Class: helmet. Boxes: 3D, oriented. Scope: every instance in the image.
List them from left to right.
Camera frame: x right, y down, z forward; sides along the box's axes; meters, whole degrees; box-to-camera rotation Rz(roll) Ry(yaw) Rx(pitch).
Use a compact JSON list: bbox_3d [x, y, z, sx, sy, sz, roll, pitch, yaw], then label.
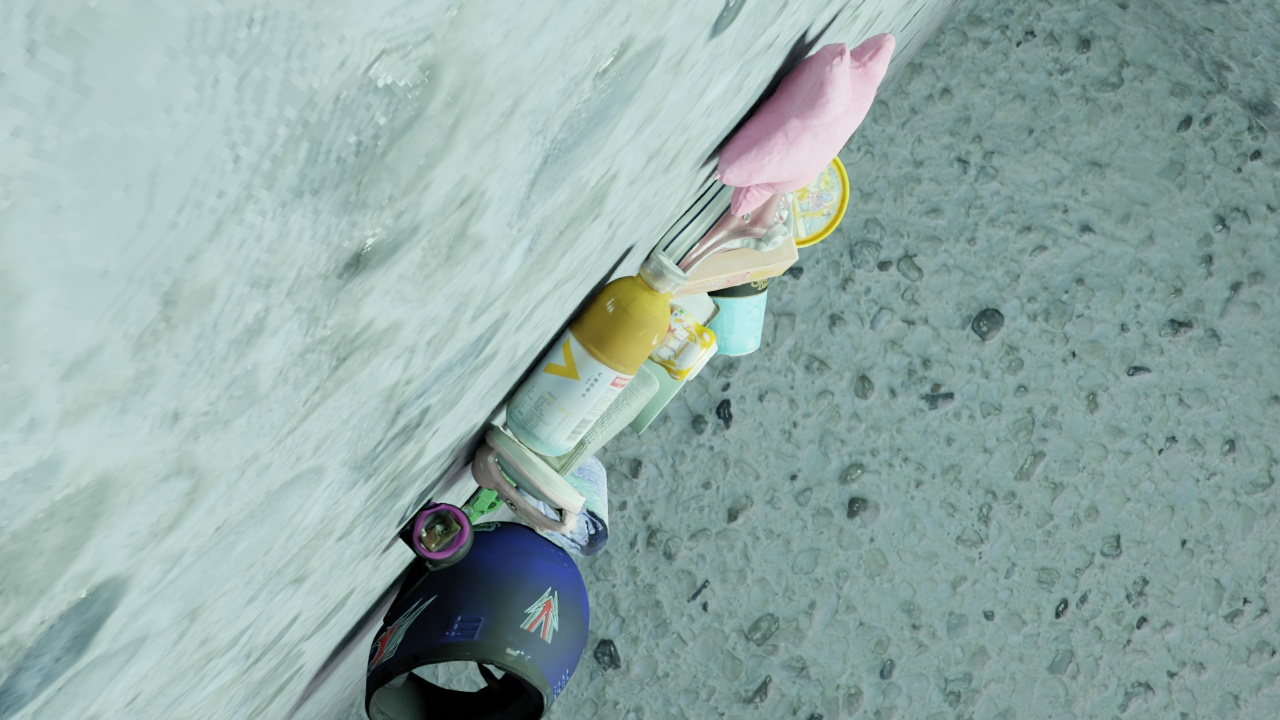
[{"bbox_3d":[-0.209,0.343,1.197,0.316,0.247,0.239,-37,-153,33],"label":"helmet"}]

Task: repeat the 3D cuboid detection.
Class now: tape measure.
[{"bbox_3d":[-0.179,0.156,0.821,0.057,0.057,0.039,-39,174,-20],"label":"tape measure"}]

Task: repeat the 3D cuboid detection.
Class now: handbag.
[{"bbox_3d":[-0.104,0.174,1.239,0.076,0.134,0.193,-52,-168,13],"label":"handbag"}]

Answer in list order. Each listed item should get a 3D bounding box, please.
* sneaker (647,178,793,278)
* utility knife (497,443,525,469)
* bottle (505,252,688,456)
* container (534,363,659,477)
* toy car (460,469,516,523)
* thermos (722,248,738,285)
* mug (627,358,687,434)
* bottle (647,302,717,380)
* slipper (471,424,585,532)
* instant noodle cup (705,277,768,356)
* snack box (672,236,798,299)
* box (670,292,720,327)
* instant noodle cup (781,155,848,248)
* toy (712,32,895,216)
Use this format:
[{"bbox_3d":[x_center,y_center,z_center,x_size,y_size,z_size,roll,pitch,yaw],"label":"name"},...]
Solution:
[{"bbox_3d":[0.112,-0.150,0.897,0.240,0.088,0.118,-47,177,-15],"label":"sneaker"},{"bbox_3d":[-0.135,0.100,1.187,0.029,0.013,0.216,-43,179,29],"label":"utility knife"},{"bbox_3d":[-0.034,-0.005,0.750,0.190,0.068,0.068,-50,178,16],"label":"bottle"},{"bbox_3d":[-0.058,0.044,0.906,0.114,0.090,0.090,-43,173,-41],"label":"container"},{"bbox_3d":[-0.191,0.172,1.158,0.091,0.036,0.043,-45,180,8],"label":"toy car"},{"bbox_3d":[0.111,-0.149,1.119,0.067,0.087,0.198,-49,-176,23],"label":"thermos"},{"bbox_3d":[-0.006,0.006,0.992,0.112,0.106,0.082,-50,177,28],"label":"mug"},{"bbox_3d":[0.023,-0.030,0.927,0.063,0.108,0.063,-50,177,-3],"label":"bottle"},{"bbox_3d":[-0.110,0.116,0.859,0.054,0.114,0.275,-50,-176,-11],"label":"slipper"},{"bbox_3d":[0.117,-0.073,1.204,0.111,0.111,0.120,-45,138,-62],"label":"instant noodle cup"},{"bbox_3d":[0.082,-0.094,0.977,0.157,0.026,0.084,-12,175,-4],"label":"snack box"},{"bbox_3d":[0.019,-0.032,1.110,0.183,0.090,0.061,-44,176,-41],"label":"box"},{"bbox_3d":[0.170,-0.193,1.036,0.119,0.118,0.114,-50,-175,16],"label":"instant noodle cup"},{"bbox_3d":[0.128,-0.192,0.750,0.178,0.074,0.195,-36,169,-26],"label":"toy"}]
